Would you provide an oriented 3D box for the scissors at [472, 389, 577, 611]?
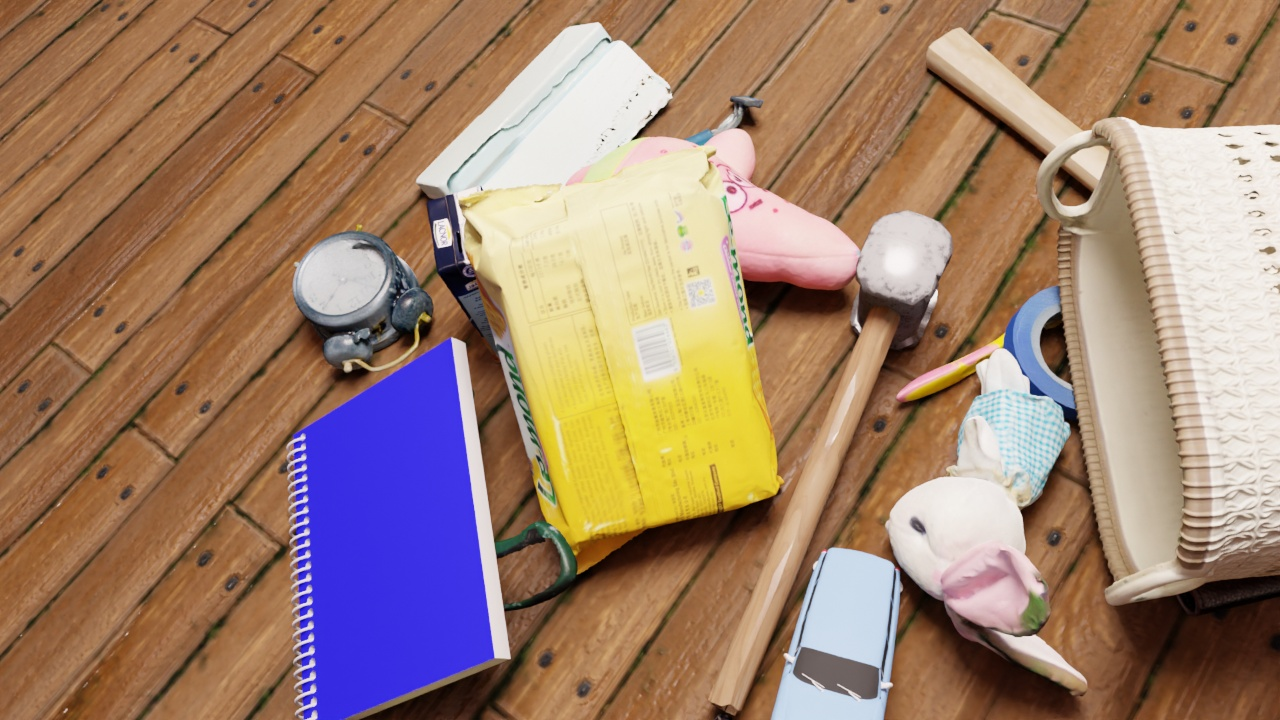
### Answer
[{"bbox_3d":[-0.111,0.106,0.576,0.204,0.015,0.201,10,82,38],"label":"scissors"}]

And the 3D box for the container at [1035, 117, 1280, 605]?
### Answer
[{"bbox_3d":[0.298,-0.002,0.475,0.143,0.184,0.245,-5,69,13],"label":"container"}]

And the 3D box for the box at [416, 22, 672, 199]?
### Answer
[{"bbox_3d":[-0.081,-0.188,0.758,0.125,0.075,0.197,40,79,5],"label":"box"}]

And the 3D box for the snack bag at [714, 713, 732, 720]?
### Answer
[{"bbox_3d":[0.065,0.275,0.492,0.074,0.018,0.155,-39,54,-5],"label":"snack bag"}]

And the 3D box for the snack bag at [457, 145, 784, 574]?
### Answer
[{"bbox_3d":[-0.003,0.003,0.555,0.159,0.247,0.068,-16,17,-5],"label":"snack bag"}]

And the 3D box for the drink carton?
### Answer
[{"bbox_3d":[-0.106,-0.058,0.643,0.040,0.130,0.064,-17,61,2],"label":"drink carton"}]

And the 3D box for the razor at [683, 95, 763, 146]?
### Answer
[{"bbox_3d":[0.032,-0.173,0.740,0.144,0.022,0.042,-30,24,0],"label":"razor"}]

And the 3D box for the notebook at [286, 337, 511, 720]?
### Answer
[{"bbox_3d":[-0.166,0.113,0.592,0.172,0.022,0.208,-28,58,25],"label":"notebook"}]

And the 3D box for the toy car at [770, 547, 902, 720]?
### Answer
[{"bbox_3d":[0.111,0.166,0.512,0.056,0.055,0.153,11,41,16],"label":"toy car"}]

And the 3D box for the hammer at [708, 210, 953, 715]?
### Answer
[{"bbox_3d":[0.117,0.060,0.575,0.052,0.098,0.327,21,76,17],"label":"hammer"}]

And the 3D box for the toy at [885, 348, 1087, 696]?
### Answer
[{"bbox_3d":[0.196,0.078,0.542,0.106,0.131,0.204,-8,49,28],"label":"toy"}]

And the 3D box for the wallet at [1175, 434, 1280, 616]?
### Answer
[{"bbox_3d":[0.347,0.082,0.544,0.099,0.031,0.119,-13,60,0],"label":"wallet"}]

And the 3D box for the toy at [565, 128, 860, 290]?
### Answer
[{"bbox_3d":[0.041,-0.099,0.652,0.237,0.097,0.191,16,46,15],"label":"toy"}]

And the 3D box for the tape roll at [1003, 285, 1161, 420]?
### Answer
[{"bbox_3d":[0.286,-0.006,0.596,0.093,0.016,0.091,-21,70,-9],"label":"tape roll"}]

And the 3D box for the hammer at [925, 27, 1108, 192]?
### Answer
[{"bbox_3d":[0.322,-0.139,0.653,0.117,0.051,0.322,-33,59,-4],"label":"hammer"}]

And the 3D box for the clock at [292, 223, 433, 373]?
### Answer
[{"bbox_3d":[-0.212,-0.043,0.703,0.090,0.052,0.129,-34,67,-7],"label":"clock"}]

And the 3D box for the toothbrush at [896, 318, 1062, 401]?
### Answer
[{"bbox_3d":[0.230,-0.004,0.615,0.135,0.021,0.016,-29,59,-8],"label":"toothbrush"}]
